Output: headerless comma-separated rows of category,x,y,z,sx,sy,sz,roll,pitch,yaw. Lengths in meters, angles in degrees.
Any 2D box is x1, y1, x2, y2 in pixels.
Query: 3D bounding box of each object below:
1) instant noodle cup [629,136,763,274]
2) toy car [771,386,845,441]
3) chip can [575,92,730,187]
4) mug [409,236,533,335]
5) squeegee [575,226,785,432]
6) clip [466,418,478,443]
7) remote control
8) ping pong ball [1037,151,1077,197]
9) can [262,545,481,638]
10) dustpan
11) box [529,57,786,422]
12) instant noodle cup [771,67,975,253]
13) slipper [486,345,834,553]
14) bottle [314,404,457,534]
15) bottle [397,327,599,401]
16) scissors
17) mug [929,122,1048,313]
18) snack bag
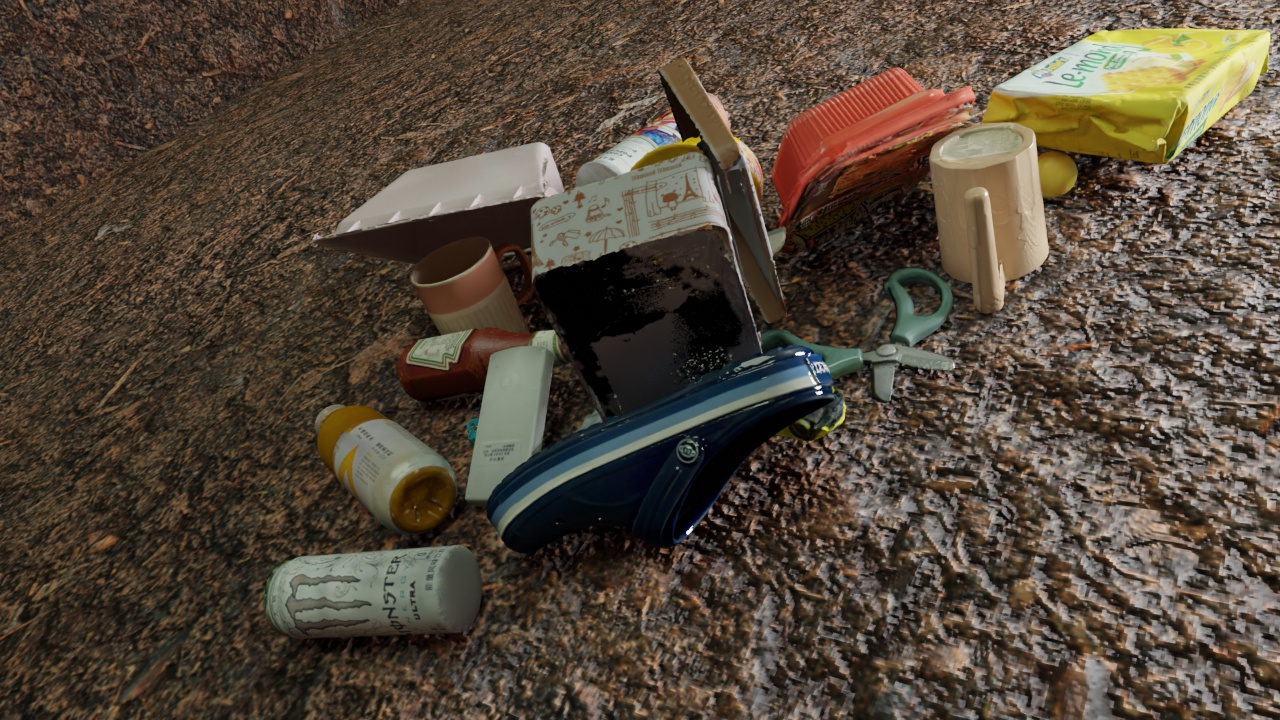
instant noodle cup,0.058,-0.157,0.895,0.138,0.138,0.109,-8,24,21
toy car,0.100,0.037,0.674,0.105,0.032,0.048,7,43,36
chip can,0.019,-0.234,1.041,0.071,0.071,0.214,8,37,38
mug,-0.152,-0.062,0.898,0.114,0.106,0.082,-40,37,-25
squeegee,-0.005,0.005,0.778,0.247,0.039,0.245,-16,33,38
clip,-0.140,0.064,0.788,0.015,0.050,0.057,-28,24,-5
remote control,-0.104,0.051,0.738,0.056,0.019,0.134,-8,60,23
ping pong ball,0.360,-0.163,0.802,0.040,0.040,0.040,-15,33,10
can,-0.186,0.162,0.639,0.147,0.058,0.058,-8,35,20
dustpan,-0.162,-0.124,0.933,0.223,0.139,0.272,-8,27,11
box,0.014,-0.089,0.671,0.157,0.183,0.193,-16,48,6
instant noodle cup,0.188,-0.180,0.807,0.164,0.189,0.079,-27,78,-8
slipper,0.019,0.075,0.620,0.253,0.105,0.095,-28,72,16
bottle,-0.221,0.082,0.766,0.067,0.068,0.190,-38,36,-23
bottle,-0.126,-0.002,0.822,0.206,0.060,0.059,-9,34,30
scissors,0.182,-0.027,0.733,0.170,0.019,0.178,9,43,41
mug,0.273,-0.115,0.726,0.084,0.103,0.124,-2,37,27
snack bag,0.432,-0.234,0.811,0.245,0.068,0.158,-31,34,-33
